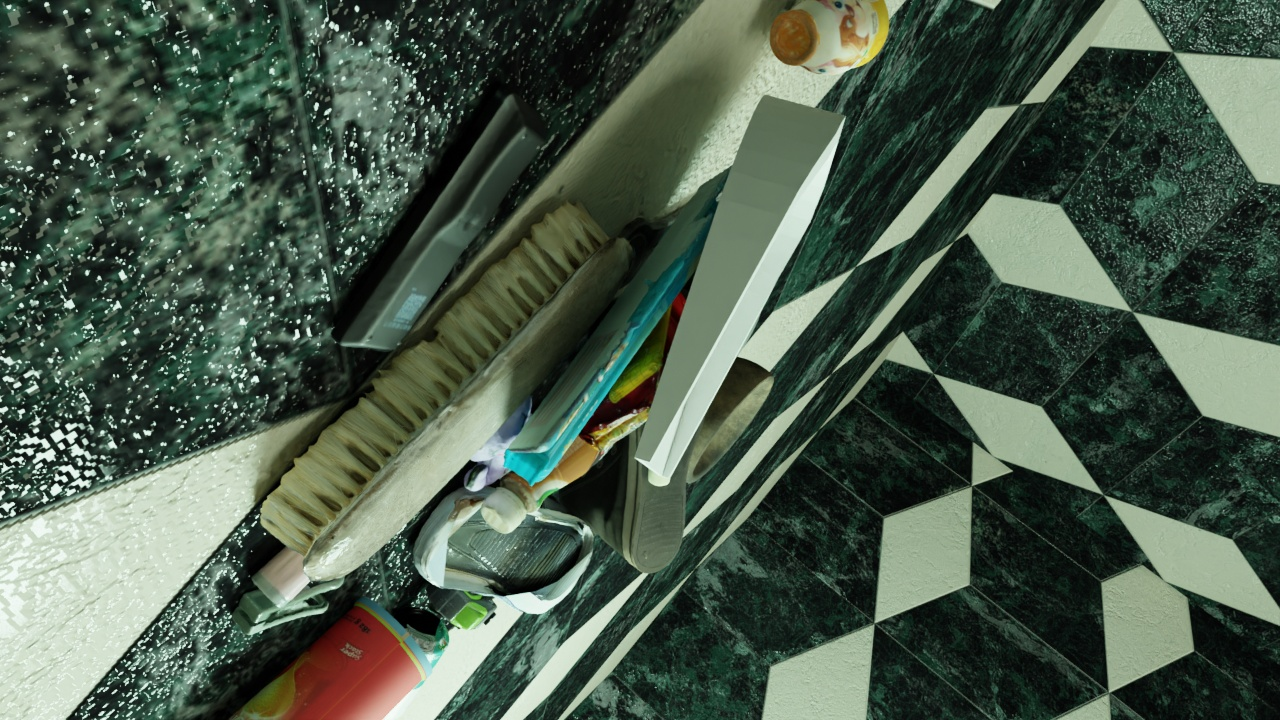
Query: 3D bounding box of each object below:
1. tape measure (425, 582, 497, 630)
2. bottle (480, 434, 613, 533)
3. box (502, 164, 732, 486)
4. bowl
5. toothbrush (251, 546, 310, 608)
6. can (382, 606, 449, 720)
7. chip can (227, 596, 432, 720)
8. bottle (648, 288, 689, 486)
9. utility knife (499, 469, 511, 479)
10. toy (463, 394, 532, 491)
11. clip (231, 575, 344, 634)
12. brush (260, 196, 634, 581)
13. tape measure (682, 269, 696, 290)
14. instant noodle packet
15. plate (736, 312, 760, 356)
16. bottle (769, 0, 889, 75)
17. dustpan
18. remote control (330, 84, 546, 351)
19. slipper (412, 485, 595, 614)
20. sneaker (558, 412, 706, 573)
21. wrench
[{"bbox_3d":[-0.165,0.217,0.822,0.036,0.058,0.065,-46,167,-3],"label":"tape measure"},{"bbox_3d":[-0.067,0.075,0.755,0.166,0.059,0.059,-46,164,-37],"label":"bottle"},{"bbox_3d":[-0.011,-0.025,0.597,0.226,0.039,0.182,-55,-177,-15],"label":"box"},{"bbox_3d":[0.081,0.061,1.082,0.162,0.070,0.162,-46,163,-19],"label":"bowl"},{"bbox_3d":[-0.153,0.066,0.589,0.222,0.027,0.026,-46,138,-21],"label":"toothbrush"},{"bbox_3d":[-0.214,0.270,0.809,0.102,0.055,0.054,-56,163,16],"label":"can"},{"bbox_3d":[-0.255,0.272,0.650,0.212,0.087,0.087,-42,162,-32],"label":"chip can"},{"bbox_3d":[0.021,0.028,0.816,0.045,0.045,0.185,-30,129,-52],"label":"bottle"},{"bbox_3d":[-0.076,0.058,0.802,0.140,0.015,0.022,-42,136,-34],"label":"utility knife"},{"bbox_3d":[-0.107,0.060,0.681,0.080,0.036,0.100,-49,165,-12],"label":"toy"},{"bbox_3d":[-0.224,0.152,0.588,0.037,0.023,0.075,-54,162,15],"label":"clip"},{"bbox_3d":[-0.106,0.014,0.543,0.270,0.056,0.083,-48,168,-14],"label":"brush"},{"bbox_3d":[0.058,-0.054,0.872,0.072,0.042,0.072,-36,158,-44],"label":"tape measure"},{"bbox_3d":[-0.004,0.004,0.716,0.099,0.039,0.135,-44,-160,31],"label":"instant noodle packet"},{"bbox_3d":[0.087,-0.001,1.119,0.178,0.012,0.179,-46,163,-19],"label":"plate"},{"bbox_3d":[0.131,-0.233,0.645,0.108,0.063,0.063,-32,155,-48],"label":"bottle"},{"bbox_3d":[0.071,-0.044,0.608,0.191,0.053,0.257,62,46,-79],"label":"dustpan"},{"bbox_3d":[-0.097,-0.065,0.461,0.150,0.022,0.047,-54,164,8],"label":"remote control"},{"bbox_3d":[-0.121,0.164,0.831,0.111,0.063,0.264,-54,152,-2],"label":"slipper"},{"bbox_3d":[-0.009,0.080,0.917,0.095,0.120,0.235,-2,101,-44],"label":"sneaker"},{"bbox_3d":[0.053,-0.125,0.763,0.272,0.010,0.070,-36,158,-43],"label":"wrench"}]
